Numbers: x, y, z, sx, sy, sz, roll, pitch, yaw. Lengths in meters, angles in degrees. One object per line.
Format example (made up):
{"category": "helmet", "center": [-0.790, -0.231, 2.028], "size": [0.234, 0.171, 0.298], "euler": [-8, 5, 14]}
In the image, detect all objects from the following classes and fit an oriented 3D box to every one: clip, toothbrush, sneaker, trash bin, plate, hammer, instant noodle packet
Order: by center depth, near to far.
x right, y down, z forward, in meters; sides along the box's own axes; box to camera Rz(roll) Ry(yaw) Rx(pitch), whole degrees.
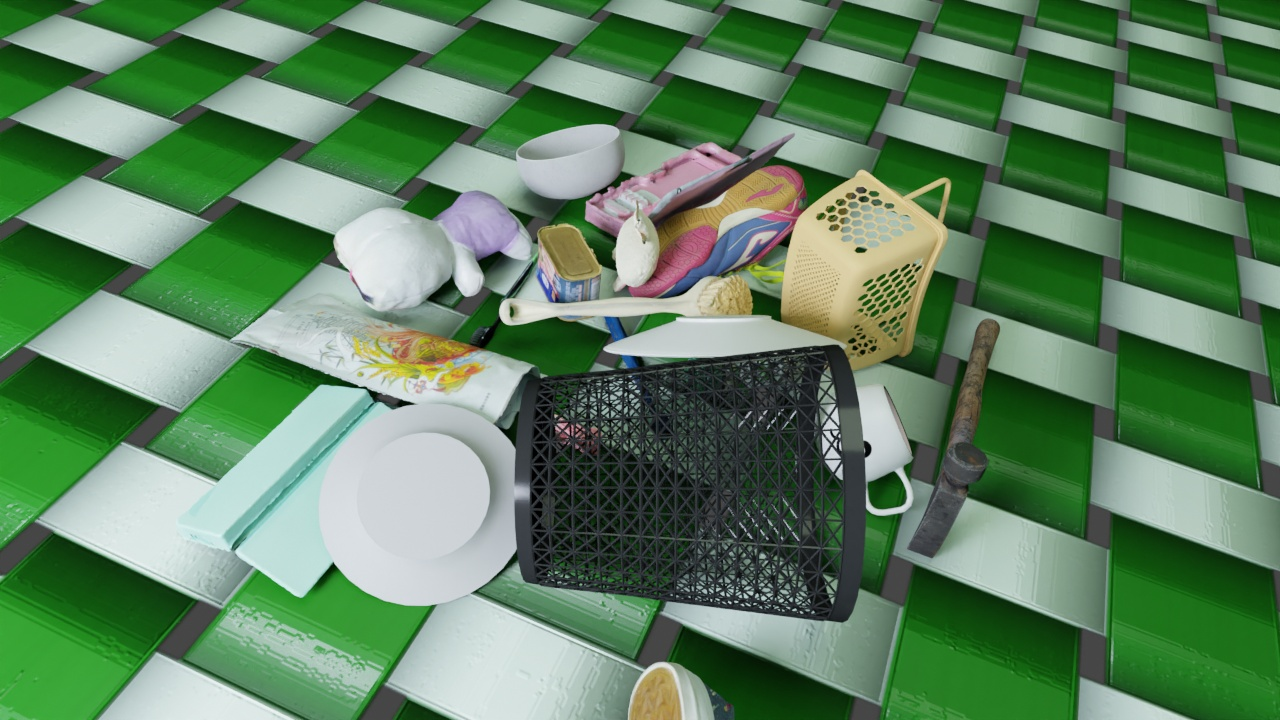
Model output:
{"category": "sneaker", "center": [0.043, 0.317, 0.597], "size": [0.079, 0.088, 0.235], "euler": [26, 42, -28]}
{"category": "trash bin", "center": [0.033, 0.095, 0.732], "size": [0.243, 0.217, 0.216], "euler": [0, 45, 1]}
{"category": "plate", "center": [-0.178, 0.114, 0.761], "size": [0.172, 0.019, 0.172], "euler": [3, 67, -6]}
{"category": "clip", "center": [-0.064, 0.075, 0.868], "size": [0.059, 0.041, 0.023], "euler": [26, 50, 3]}
{"category": "plate", "center": [0.079, -0.027, 0.875], "size": [0.229, 0.030, 0.229], "euler": [-1, 5, 0]}
{"category": "instant noodle packet", "center": [-0.235, -0.008, 0.885], "size": [0.269, 0.057, 0.146], "euler": [19, 23, 9]}
{"category": "hammer", "center": [0.318, 0.053, 0.901], "size": [0.033, 0.120, 0.329], "euler": [23, 37, 13]}
{"category": "toothbrush", "center": [-0.006, 0.006, 0.940], "size": [0.016, 0.017, 0.189], "euler": [-9, 47, -18]}
{"category": "toothbrush", "center": [-0.142, -0.075, 1.005], "size": [0.017, 0.014, 0.187], "euler": [11, 44, 14]}
{"category": "sneaker", "center": [0.096, -0.124, 1.051], "size": [0.241, 0.091, 0.116], "euler": [-34, 49, -11]}

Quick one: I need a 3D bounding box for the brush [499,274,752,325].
{"category": "brush", "center": [-0.010, -0.056, 0.956], "size": [0.272, 0.077, 0.062], "euler": [-3, 81, -16]}

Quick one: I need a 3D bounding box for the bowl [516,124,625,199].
{"category": "bowl", "center": [-0.082, -0.238, 1.129], "size": [0.132, 0.064, 0.131], "euler": [-10, 29, 5]}

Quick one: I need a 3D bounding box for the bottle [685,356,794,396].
{"category": "bottle", "center": [0.102, 0.010, 0.935], "size": [0.109, 0.043, 0.042], "euler": [-8, 47, -17]}

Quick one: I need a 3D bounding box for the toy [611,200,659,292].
{"category": "toy", "center": [-0.004, -0.121, 0.988], "size": [0.050, 0.113, 0.087], "euler": [16, 51, -18]}

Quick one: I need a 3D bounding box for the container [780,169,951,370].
{"category": "container", "center": [0.245, -0.097, 0.962], "size": [0.166, 0.184, 0.129], "euler": [-26, 53, -20]}

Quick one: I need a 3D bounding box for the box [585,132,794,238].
{"category": "box", "center": [0.065, -0.208, 1.120], "size": [0.232, 0.075, 0.173], "euler": [-31, 24, -33]}

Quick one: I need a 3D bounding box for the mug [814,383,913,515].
{"category": "mug", "center": [0.209, 0.085, 0.851], "size": [0.076, 0.090, 0.124], "euler": [-23, 78, 17]}

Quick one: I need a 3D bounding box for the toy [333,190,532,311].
{"category": "toy", "center": [-0.223, -0.126, 0.998], "size": [0.208, 0.086, 0.138], "euler": [-29, 56, -37]}

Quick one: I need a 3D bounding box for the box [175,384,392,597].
{"category": "box", "center": [-0.283, 0.101, 0.790], "size": [0.138, 0.056, 0.186], "euler": [17, 46, 18]}

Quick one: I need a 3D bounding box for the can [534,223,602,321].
{"category": "can", "center": [-0.079, -0.097, 1.004], "size": [0.053, 0.059, 0.099], "euler": [-13, 49, -20]}
